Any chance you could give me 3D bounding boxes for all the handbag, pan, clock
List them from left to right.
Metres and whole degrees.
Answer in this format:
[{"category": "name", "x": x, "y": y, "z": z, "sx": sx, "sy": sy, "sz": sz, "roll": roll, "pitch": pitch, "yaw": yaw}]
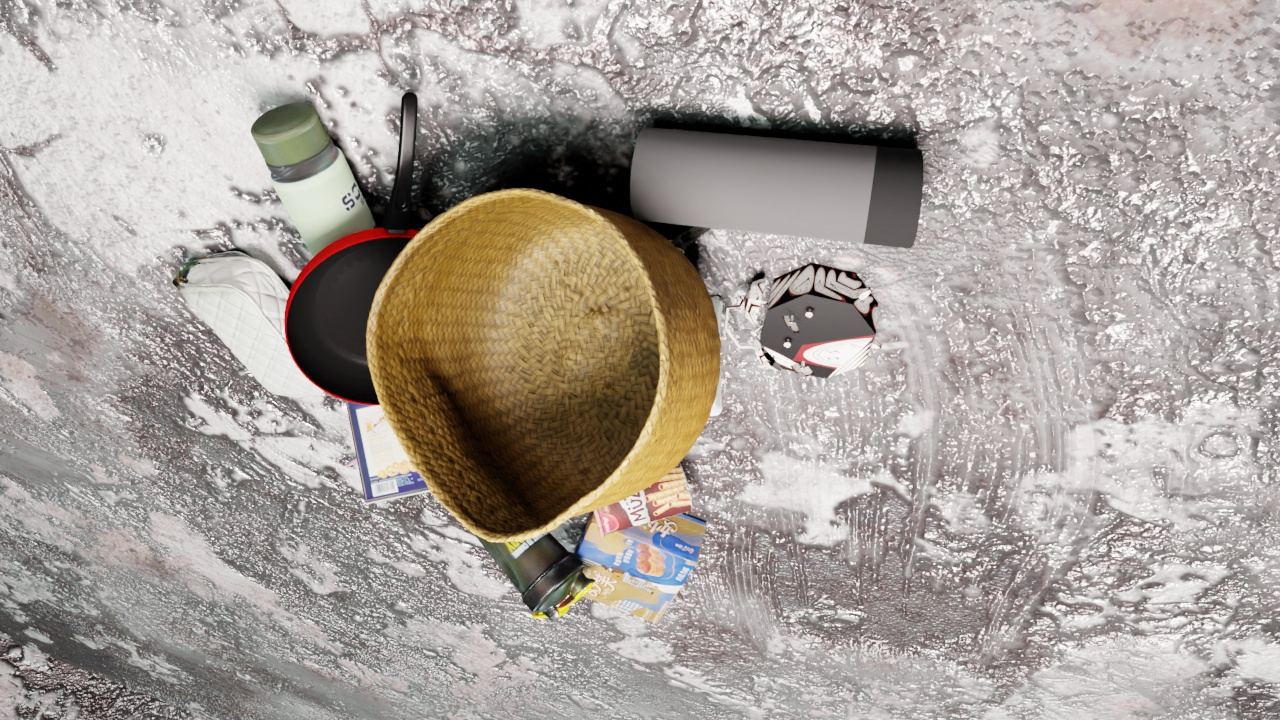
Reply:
[{"category": "handbag", "x": -0.463, "y": -0.042, "z": 1.128, "sx": 0.139, "sy": 0.072, "sz": 0.195, "roll": 3, "pitch": 137, "yaw": 29}, {"category": "pan", "x": -0.250, "y": -0.105, "z": 0.930, "sx": 0.208, "sy": 0.067, "sz": 0.357, "roll": -2, "pitch": 125, "yaw": -23}, {"category": "clock", "x": 0.158, "y": -0.031, "z": 0.919, "sx": 0.155, "sy": 0.064, "sz": 0.115, "roll": -3, "pitch": 134, "yaw": 21}]

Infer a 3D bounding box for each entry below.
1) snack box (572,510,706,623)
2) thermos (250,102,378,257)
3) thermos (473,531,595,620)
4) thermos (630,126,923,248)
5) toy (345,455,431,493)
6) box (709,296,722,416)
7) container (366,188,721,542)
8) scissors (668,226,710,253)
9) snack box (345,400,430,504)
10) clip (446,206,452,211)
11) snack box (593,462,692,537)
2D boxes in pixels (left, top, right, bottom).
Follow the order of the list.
[{"category": "snack box", "x": -0.013, "y": 0.279, "z": 1.305, "sx": 0.155, "sy": 0.069, "sz": 0.203, "roll": 21, "pitch": 138, "yaw": -1}, {"category": "thermos", "x": -0.325, "y": -0.154, "z": 0.957, "sx": 0.082, "sy": 0.082, "sz": 0.232, "roll": 2, "pitch": 136, "yaw": 18}, {"category": "thermos", "x": -0.167, "y": 0.256, "z": 1.267, "sx": 0.221, "sy": 0.097, "sz": 0.098, "roll": 45, "pitch": 139, "yaw": 12}, {"category": "thermos", "x": 0.118, "y": -0.151, "z": 0.795, "sx": 0.240, "sy": 0.082, "sz": 0.082, "roll": 8, "pitch": 137, "yaw": 12}, {"category": "toy", "x": -0.266, "y": 0.135, "z": 1.208, "sx": 0.171, "sy": 0.119, "sz": 0.222, "roll": -26, "pitch": 107, "yaw": 21}, {"category": "box", "x": -0.008, "y": 0.005, "z": 0.968, "sx": 0.197, "sy": 0.134, "sz": 0.040, "roll": -8, "pitch": 160, "yaw": 26}, {"category": "container", "x": -0.074, "y": -0.004, "z": 0.858, "sx": 0.308, "sy": 0.196, "sz": 0.307, "roll": 2, "pitch": 94, "yaw": 28}, {"category": "scissors", "x": 0.028, "y": -0.119, "z": 0.910, "sx": 0.121, "sy": 0.012, "sz": 0.171, "roll": 18, "pitch": 141, "yaw": -2}, {"category": "snack box", "x": -0.279, "y": 0.091, "z": 1.127, "sx": 0.144, "sy": 0.145, "sz": 0.042, "roll": -12, "pitch": 177, "yaw": 7}, {"category": "clip", "x": -0.163, "y": -0.115, "z": 0.964, "sx": 0.059, "sy": 0.050, "sz": 0.102, "roll": -1, "pitch": 137, "yaw": 38}, {"category": "snack box", "x": -0.001, "y": 0.172, "z": 1.152, "sx": 0.121, "sy": 0.072, "sz": 0.072, "roll": -15, "pitch": 135, "yaw": -5}]
